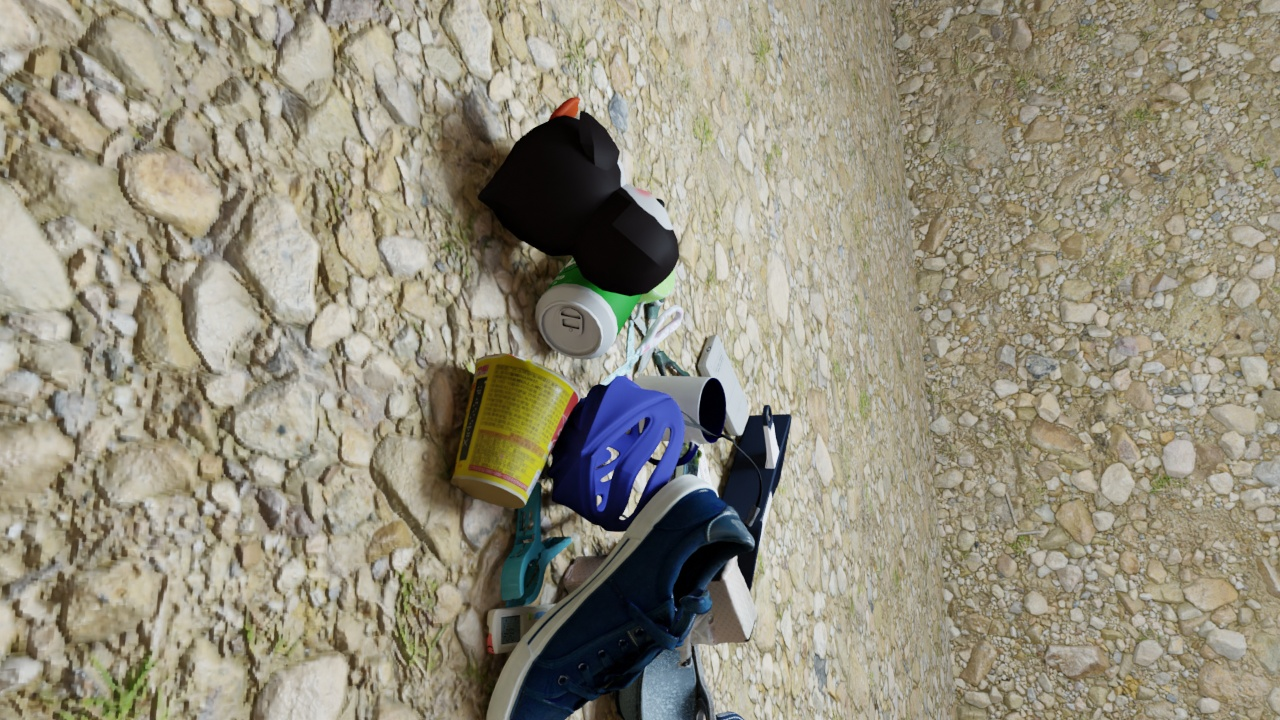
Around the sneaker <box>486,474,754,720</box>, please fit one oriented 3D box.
[{"bbox_3d":[-0.008,0.241,0.798,0.294,0.127,0.121,-47,139,-6],"label":"sneaker"}]

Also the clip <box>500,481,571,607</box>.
[{"bbox_3d":[-0.105,0.176,0.855,0.097,0.026,0.116,63,25,-28],"label":"clip"}]

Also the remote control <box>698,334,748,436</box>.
[{"bbox_3d":[0.123,0.041,1.360,0.151,0.019,0.074,63,32,-31],"label":"remote control"}]

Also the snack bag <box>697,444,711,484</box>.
[{"bbox_3d":[0.078,0.149,1.247,0.056,0.013,0.158,-35,114,-61],"label":"snack bag"}]

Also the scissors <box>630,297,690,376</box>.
[{"bbox_3d":[0.034,-0.030,1.209,0.206,0.015,0.201,59,36,-39],"label":"scissors"}]

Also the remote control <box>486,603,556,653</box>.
[{"bbox_3d":[-0.104,0.250,0.859,0.125,0.018,0.038,21,64,-59],"label":"remote control"}]

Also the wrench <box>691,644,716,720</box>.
[{"bbox_3d":[0.057,0.307,1.090,0.070,0.010,0.273,122,-37,-62],"label":"wrench"}]

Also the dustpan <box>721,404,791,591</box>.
[{"bbox_3d":[0.181,0.178,1.347,0.235,0.080,0.273,-63,141,-49],"label":"dustpan"}]

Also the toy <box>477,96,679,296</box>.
[{"bbox_3d":[-0.050,-0.134,0.880,0.184,0.160,0.139,41,49,5],"label":"toy"}]

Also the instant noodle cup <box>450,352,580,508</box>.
[{"bbox_3d":[-0.116,0.067,0.812,0.100,0.100,0.112,46,52,-49],"label":"instant noodle cup"}]

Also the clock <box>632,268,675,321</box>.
[{"bbox_3d":[0.002,-0.118,1.130,0.094,0.043,0.119,-37,108,-56],"label":"clock"}]

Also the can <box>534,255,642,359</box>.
[{"bbox_3d":[-0.049,-0.069,0.974,0.088,0.088,0.139,67,31,-28],"label":"can"}]

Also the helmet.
[{"bbox_3d":[0.017,0.112,0.915,0.148,0.228,0.241,-63,177,1],"label":"helmet"}]

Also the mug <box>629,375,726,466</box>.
[{"bbox_3d":[0.040,0.073,1.094,0.078,0.097,0.111,41,56,-53],"label":"mug"}]

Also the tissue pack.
[{"bbox_3d":[0.019,0.248,0.916,0.071,0.182,0.104,-60,136,-55],"label":"tissue pack"}]

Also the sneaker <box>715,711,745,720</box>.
[{"bbox_3d":[0.057,0.487,1.036,0.132,0.103,0.268,64,34,-18],"label":"sneaker"}]

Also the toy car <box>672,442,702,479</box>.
[{"bbox_3d":[0.058,0.143,1.193,0.038,0.027,0.089,20,73,-55],"label":"toy car"}]

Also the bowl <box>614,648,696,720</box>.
[{"bbox_3d":[0.008,0.366,1.002,0.137,0.057,0.137,27,59,-59],"label":"bowl"}]

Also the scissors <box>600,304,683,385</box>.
[{"bbox_3d":[-0.003,0.001,1.027,0.176,0.013,0.171,-46,154,-29],"label":"scissors"}]
